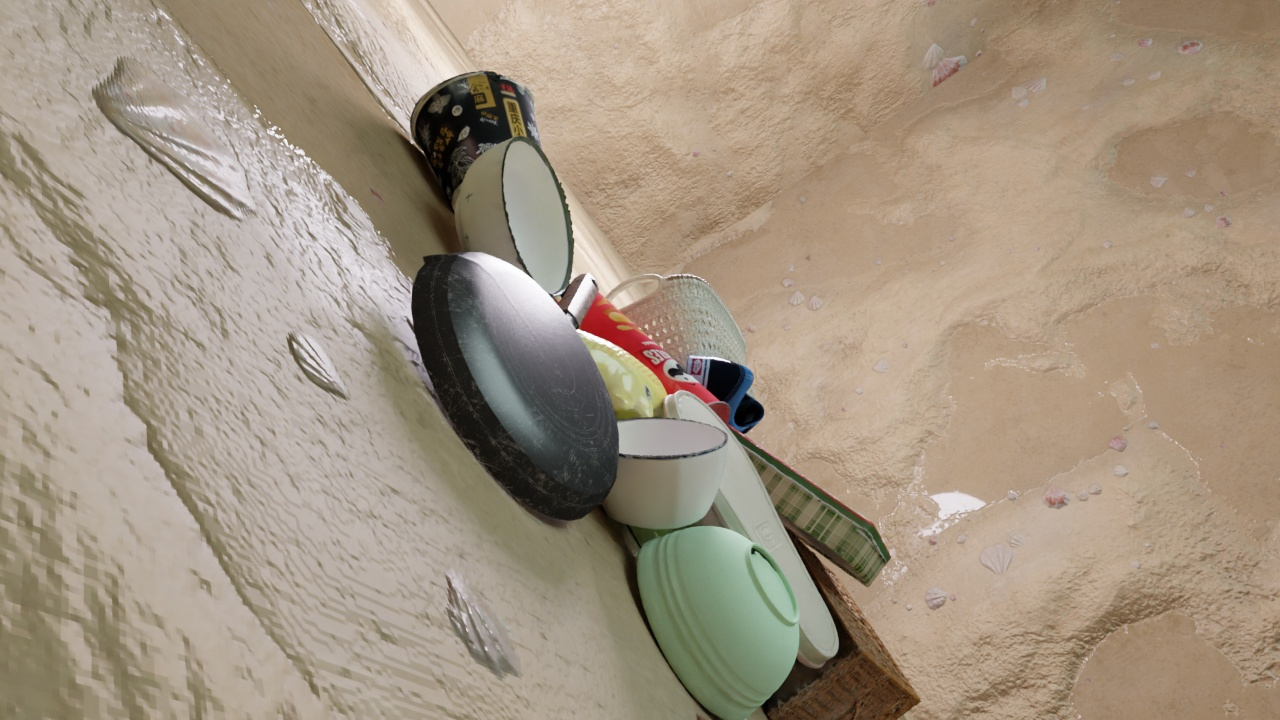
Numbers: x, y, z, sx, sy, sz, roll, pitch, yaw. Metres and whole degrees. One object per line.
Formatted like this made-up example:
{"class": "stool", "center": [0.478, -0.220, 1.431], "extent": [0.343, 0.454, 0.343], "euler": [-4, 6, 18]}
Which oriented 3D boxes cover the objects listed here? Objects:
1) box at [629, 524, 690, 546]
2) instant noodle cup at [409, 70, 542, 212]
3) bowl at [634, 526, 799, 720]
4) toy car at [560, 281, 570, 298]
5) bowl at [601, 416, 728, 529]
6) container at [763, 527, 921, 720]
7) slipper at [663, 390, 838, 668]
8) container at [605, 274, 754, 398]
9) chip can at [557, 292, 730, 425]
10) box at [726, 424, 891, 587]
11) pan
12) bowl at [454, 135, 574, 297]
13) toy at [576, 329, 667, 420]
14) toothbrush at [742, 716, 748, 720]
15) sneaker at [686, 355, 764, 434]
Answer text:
{"class": "box", "center": [0.021, 0.141, 0.842], "extent": [0.141, 0.044, 0.187], "euler": [1, 51, -57]}
{"class": "instant noodle cup", "center": [-0.160, -0.215, 0.966], "extent": [0.112, 0.137, 0.137], "euler": [67, 10, 23]}
{"class": "bowl", "center": [0.070, 0.186, 0.695], "extent": [0.151, 0.077, 0.150], "euler": [49, 18, -22]}
{"class": "toy car", "center": [-0.077, -0.059, 1.234], "extent": [0.112, 0.034, 0.046], "euler": [55, 5, 6]}
{"class": "bowl", "center": [0.013, 0.091, 0.744], "extent": [0.116, 0.116, 0.066], "euler": [-97, -173, -78]}
{"class": "container", "center": [0.165, 0.279, 0.909], "extent": [0.113, 0.114, 0.198], "euler": [46, 7, -30]}
{"class": "slipper", "center": [0.086, 0.150, 0.824], "extent": [0.114, 0.055, 0.274], "euler": [8, 49, -59]}
{"class": "container", "center": [0.048, 0.012, 1.189], "extent": [0.246, 0.185, 0.142], "euler": [48, 19, -51]}
{"class": "chip can", "center": [-0.006, 0.006, 0.995], "extent": [0.233, 0.073, 0.073], "euler": [43, -2, 34]}
{"class": "box", "center": [0.162, 0.151, 0.966], "extent": [0.205, 0.050, 0.117], "euler": [34, -8, 38]}
{"class": "pan", "center": [-0.063, -0.017, 0.694], "extent": [0.207, 0.040, 0.356], "euler": [56, 19, -14]}
{"class": "bowl", "center": [-0.125, -0.130, 0.873], "extent": [0.153, 0.073, 0.153], "euler": [-8, 90, -73]}
{"class": "toy", "center": [-0.036, 0.014, 0.862], "extent": [0.170, 0.064, 0.155], "euler": [28, 5, -38]}
{"class": "toothbrush", "center": [0.085, 0.269, 0.785], "extent": [0.016, 0.016, 0.180], "euler": [57, 6, -1]}
{"class": "sneaker", "center": [0.091, 0.087, 1.088], "extent": [0.242, 0.098, 0.083], "euler": [96, 4, -53]}
